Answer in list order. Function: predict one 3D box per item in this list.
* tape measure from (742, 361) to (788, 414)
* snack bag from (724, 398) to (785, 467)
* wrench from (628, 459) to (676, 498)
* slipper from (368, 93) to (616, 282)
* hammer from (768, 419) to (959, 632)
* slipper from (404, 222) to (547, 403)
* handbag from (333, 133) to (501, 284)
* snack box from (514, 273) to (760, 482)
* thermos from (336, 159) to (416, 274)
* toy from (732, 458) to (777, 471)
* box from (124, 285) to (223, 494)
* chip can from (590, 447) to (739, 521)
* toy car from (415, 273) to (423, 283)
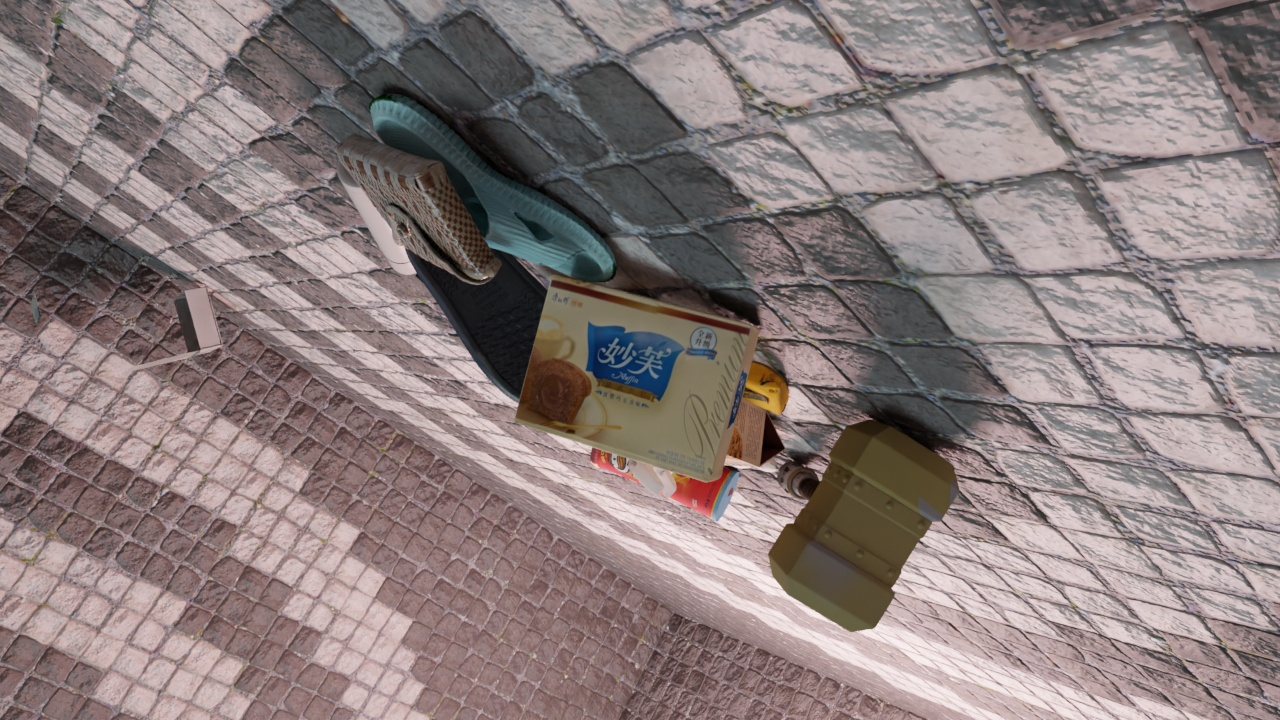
[{"bbox_3d":[0.125,0.027,0.975,0.059,0.030,0.068,20,160,22],"label":"tape measure"},{"bbox_3d":[0.084,0.081,1.059,0.094,0.069,0.206,0,165,32],"label":"snack bag"},{"bbox_3d":[-0.018,0.065,1.091,0.066,0.018,0.273,36,-164,-37],"label":"wrench"},{"bbox_3d":[-0.147,-0.145,0.872,0.276,0.069,0.116,36,164,-18],"label":"slipper"},{"bbox_3d":[0.209,0.156,1.032,0.100,0.190,0.325,31,180,-5],"label":"hammer"},{"bbox_3d":[-0.158,-0.049,0.995,0.268,0.110,0.083,50,161,5],"label":"slipper"},{"bbox_3d":[-0.210,-0.139,0.849,0.186,0.047,0.124,27,152,46],"label":"handbag"},{"bbox_3d":[-0.006,0.015,0.888,0.207,0.153,0.055,16,-177,16],"label":"snack box"},{"bbox_3d":[-0.292,-0.165,1.062,0.052,0.052,0.224,27,162,9],"label":"thermos"},{"bbox_3d":[0.124,0.119,1.215,0.076,0.037,0.126,29,171,-25],"label":"toy"},{"bbox_3d":[-1.212,0.075,2.372,0.233,0.527,0.167,35,155,-27],"label":"box"},{"bbox_3d":[0.036,0.163,1.395,0.213,0.087,0.087,23,161,17],"label":"chip can"},{"bbox_3d":[-0.240,-0.110,1.146,0.112,0.046,0.034,15,162,43],"label":"toy car"}]
